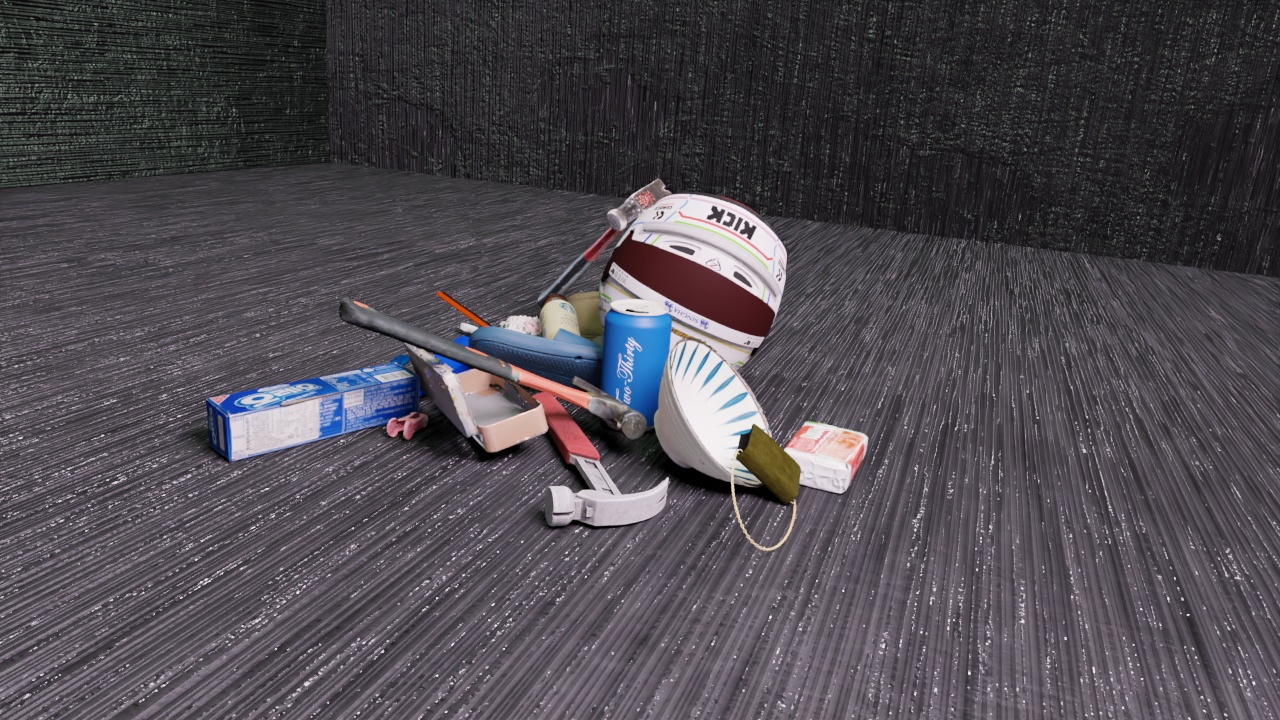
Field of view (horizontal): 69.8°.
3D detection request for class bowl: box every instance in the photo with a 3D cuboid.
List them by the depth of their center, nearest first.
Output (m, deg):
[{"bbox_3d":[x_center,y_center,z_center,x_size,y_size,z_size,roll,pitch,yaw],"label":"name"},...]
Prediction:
[{"bbox_3d":[0.064,0.068,0.985,0.071,0.177,0.176,-33,-1,27],"label":"bowl"}]

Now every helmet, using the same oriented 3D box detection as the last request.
[{"bbox_3d":[0.059,-0.077,1.217,0.231,0.236,0.314,26,-2,-3],"label":"helmet"}]

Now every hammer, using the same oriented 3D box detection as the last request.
[{"bbox_3d":[-0.157,0.005,0.973,0.333,0.033,0.133,23,4,-27],"label":"hammer"},{"bbox_3d":[-0.068,0.095,0.987,0.126,0.036,0.316,1,16,-19],"label":"hammer"},{"bbox_3d":[-0.067,-0.161,1.363,0.140,0.036,0.327,-40,2,-39],"label":"hammer"}]

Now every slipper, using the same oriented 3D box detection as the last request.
[{"bbox_3d":[-0.108,-0.009,1.151,0.213,0.059,0.104,15,-29,-14],"label":"slipper"}]

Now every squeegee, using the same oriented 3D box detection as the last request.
[{"bbox_3d":[-0.232,0.000,1.182,0.249,0.055,0.184,34,46,20],"label":"squeegee"}]

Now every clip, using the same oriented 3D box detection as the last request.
[{"bbox_3d":[-0.255,0.072,1.030,0.037,0.022,0.058,5,15,14],"label":"clip"}]

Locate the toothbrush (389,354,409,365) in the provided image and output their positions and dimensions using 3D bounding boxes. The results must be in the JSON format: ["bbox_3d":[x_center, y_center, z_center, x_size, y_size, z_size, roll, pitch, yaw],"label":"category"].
[{"bbox_3d":[-0.329,0.011,1.220,0.021,0.016,0.132,7,18,0],"label":"toothbrush"}]

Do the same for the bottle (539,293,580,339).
[{"bbox_3d":[-0.118,-0.048,1.345,0.056,0.057,0.162,1,29,-11],"label":"bottle"}]

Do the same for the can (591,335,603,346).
[{"bbox_3d":[-0.052,-0.001,1.280,0.044,0.044,0.106,3,17,-3],"label":"can"}]

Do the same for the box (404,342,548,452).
[{"bbox_3d":[-0.188,0.027,1.032,0.104,0.096,0.216,-14,17,-22],"label":"box"}]

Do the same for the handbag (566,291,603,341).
[{"bbox_3d":[-0.009,-0.065,1.458,0.232,0.088,0.191,-3,3,-21],"label":"handbag"}]

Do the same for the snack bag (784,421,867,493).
[{"bbox_3d":[0.202,0.105,1.011,0.077,0.036,0.115,12,18,21],"label":"snack bag"}]

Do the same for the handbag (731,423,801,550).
[{"bbox_3d":[0.117,0.129,0.885,0.084,0.027,0.177,43,25,-7],"label":"handbag"}]

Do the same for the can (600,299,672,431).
[{"bbox_3d":[-0.006,0.006,1.090,0.079,0.146,0.079,4,17,-1],"label":"can"}]

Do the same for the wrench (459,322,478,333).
[{"bbox_3d":[-0.197,-0.017,1.336,0.047,0.009,0.274,15,7,-39],"label":"wrench"}]

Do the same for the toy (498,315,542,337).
[{"bbox_3d":[-0.163,-0.047,1.414,0.109,0.041,0.095,7,13,-16],"label":"toy"}]

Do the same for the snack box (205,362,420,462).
[{"bbox_3d":[-0.352,0.052,1.009,0.059,0.059,0.225,24,25,38],"label":"snack box"}]
